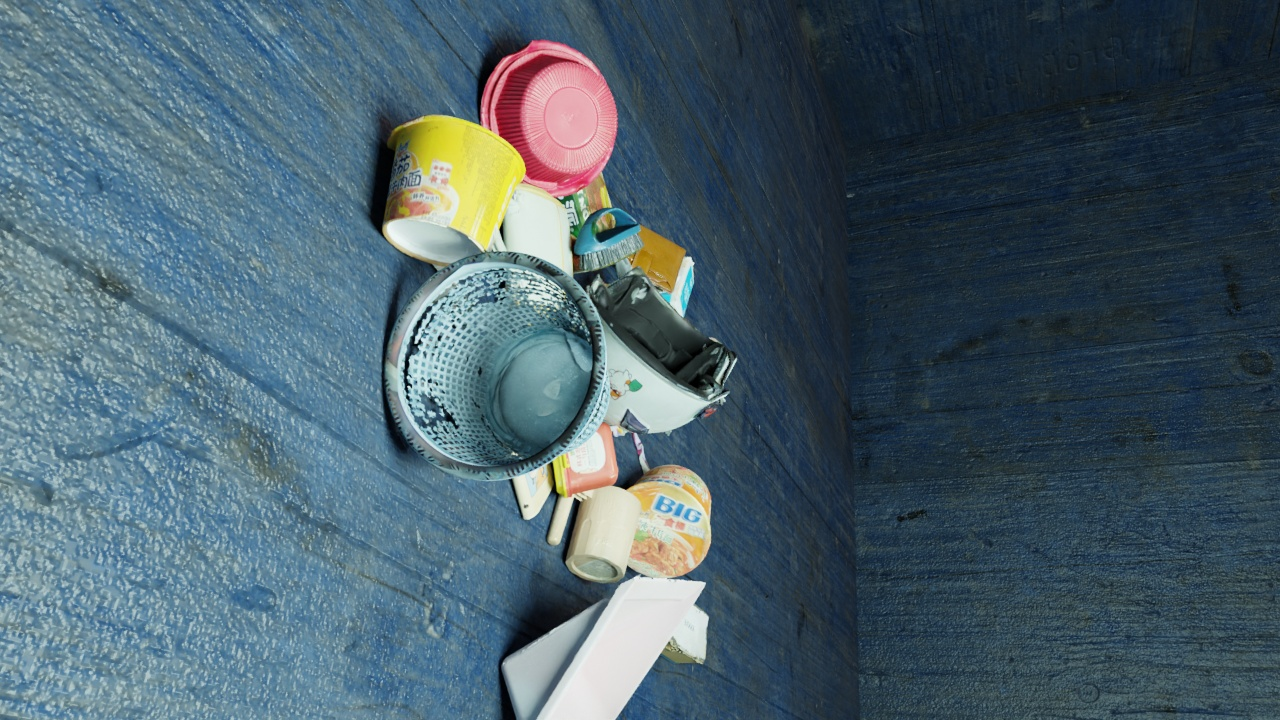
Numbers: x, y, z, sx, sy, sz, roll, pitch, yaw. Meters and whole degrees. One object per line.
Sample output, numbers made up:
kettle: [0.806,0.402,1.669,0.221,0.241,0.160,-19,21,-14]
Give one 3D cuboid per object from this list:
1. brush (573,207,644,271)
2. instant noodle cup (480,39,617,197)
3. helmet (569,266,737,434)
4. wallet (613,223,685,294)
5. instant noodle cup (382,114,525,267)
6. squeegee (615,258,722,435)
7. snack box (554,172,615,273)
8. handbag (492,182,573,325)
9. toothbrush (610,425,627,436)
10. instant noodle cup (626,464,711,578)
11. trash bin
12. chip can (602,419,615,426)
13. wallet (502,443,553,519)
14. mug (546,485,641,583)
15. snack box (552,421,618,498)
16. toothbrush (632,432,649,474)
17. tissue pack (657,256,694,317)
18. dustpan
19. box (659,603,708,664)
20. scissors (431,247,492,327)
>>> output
brush: [-0.044,-0.167,1.225,0.143,0.055,0.073,-40,120,-58]
instant noodle cup: [-0.100,-0.302,1.149,0.193,0.066,0.194,-6,102,-29]
helmet: [-0.007,0.007,1.196,0.230,0.157,0.273,41,23,-1]
wallet: [0.002,-0.163,1.440,0.130,0.035,0.118,28,45,-13]
instant noodle cup: [-0.197,-0.165,0.939,0.138,0.138,0.109,42,55,-57]
squeegee: [0.016,-0.056,1.372,0.249,0.040,0.246,61,38,-20]
snack box: [-0.100,-0.250,1.268,0.114,0.063,0.240,-54,133,-58]
handbag: [-0.138,-0.136,1.127,0.178,0.063,0.163,23,61,-70]
toothbrush: [-0.065,0.110,1.301,0.021,0.029,0.188,45,20,14]
instant noodle cup: [0.037,0.229,1.357,0.111,0.151,0.151,-50,129,-70]
trash bin: [-0.126,0.021,0.974,0.195,0.227,0.226,45,41,-74]
chip can: [-0.005,0.027,1.400,0.212,0.072,0.072,-48,126,-60]
wallet: [-0.136,0.123,1.125,0.087,0.024,0.115,-50,131,-58]
mug: [-0.063,0.220,1.210,0.124,0.084,0.103,37,46,-26]
snack box: [-0.072,0.123,1.167,0.082,0.080,0.091,103,-22,-73]
toothbrush: [0.003,0.140,1.452,0.016,0.017,0.188,-52,130,-58]
tissue pack: [0.033,-0.120,1.501,0.139,0.090,0.063,-72,161,-44]
dustpan: [-0.037,0.372,1.059,0.222,0.274,0.138,25,36,-60]
box: [0.055,0.420,1.444,0.184,0.059,0.089,56,36,-51]
scissors: [-0.193,-0.079,1.057,0.169,0.019,0.180,-63,141,-55]
